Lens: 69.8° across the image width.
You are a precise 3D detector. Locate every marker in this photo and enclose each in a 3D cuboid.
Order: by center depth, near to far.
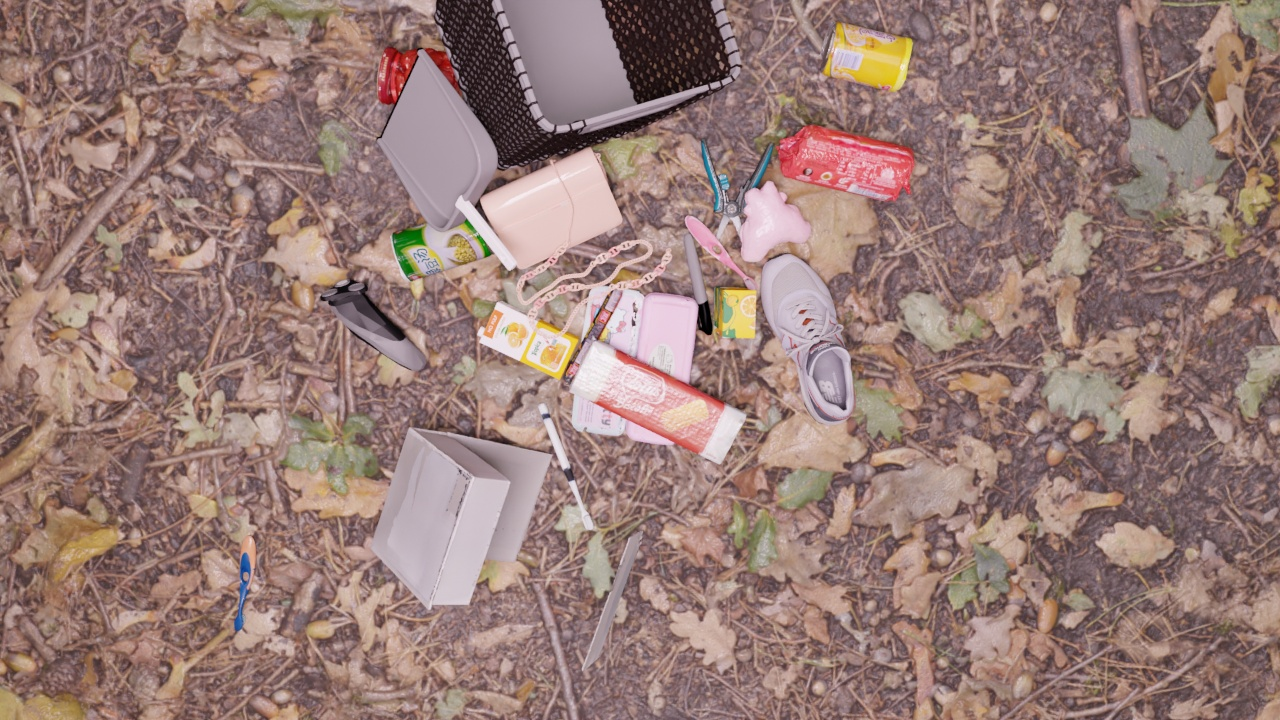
[{"bbox_3d":[0.074,-0.100,1.220,0.022,0.016,0.138,-11,96,24],"label":"marker"}]

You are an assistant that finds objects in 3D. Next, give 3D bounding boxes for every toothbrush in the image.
[{"bbox_3d":[0.107,-0.141,1.211,0.135,0.016,0.022,45,111,-8],"label":"toothbrush"},{"bbox_3d":[-0.100,0.145,1.246,0.012,0.017,0.187,-23,97,-18],"label":"toothbrush"},{"bbox_3d":[-0.545,0.306,1.264,0.021,0.017,0.135,8,94,-5],"label":"toothbrush"}]

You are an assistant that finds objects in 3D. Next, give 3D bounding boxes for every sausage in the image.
[{"bbox_3d":[-0.061,-0.035,1.203,0.020,0.020,0.155,29,101,-4],"label":"sausage"}]

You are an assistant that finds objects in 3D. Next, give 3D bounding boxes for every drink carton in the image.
[{"bbox_3d":[0.119,-0.062,1.170,0.041,0.122,0.058,1,96,0],"label":"drink carton"},{"bbox_3d":[-0.149,-0.029,1.213,0.122,0.040,0.058,25,96,-3],"label":"drink carton"}]

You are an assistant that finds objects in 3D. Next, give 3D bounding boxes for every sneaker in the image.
[{"bbox_3d":[0.226,-0.023,1.174,0.089,0.124,0.240,-21,96,2],"label":"sneaker"}]

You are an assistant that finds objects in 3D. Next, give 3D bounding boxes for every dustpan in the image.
[{"bbox_3d":[-0.221,-0.215,1.091,0.257,0.033,0.164,51,137,4],"label":"dustpan"}]

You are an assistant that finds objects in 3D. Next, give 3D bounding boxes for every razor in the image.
[{"bbox_3d":[-0.346,-0.042,1.205,0.060,0.057,0.156,-31,106,31],"label":"razor"}]

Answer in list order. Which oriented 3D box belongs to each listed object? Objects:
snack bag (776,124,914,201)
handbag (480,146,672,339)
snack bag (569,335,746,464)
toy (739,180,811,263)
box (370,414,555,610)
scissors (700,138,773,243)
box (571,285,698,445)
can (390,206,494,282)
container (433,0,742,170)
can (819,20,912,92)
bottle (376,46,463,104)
[{"bbox_3d":[0.264,-0.254,1.169,0.176,0.082,0.082,12,96,-3],"label":"snack bag"},{"bbox_3d":[-0.082,-0.157,1.126,0.199,0.117,0.187,-24,58,2],"label":"handbag"},{"bbox_3d":[0.022,0.052,1.186,0.225,0.041,0.077,26,97,-5],"label":"snack bag"},{"bbox_3d":[0.167,-0.183,1.187,0.099,0.052,0.096,-23,112,-2],"label":"toy"},{"bbox_3d":[-0.220,0.180,1.243,0.165,0.445,0.167,21,96,7],"label":"box"},{"bbox_3d":[0.130,-0.230,1.201,0.118,0.019,0.148,-22,102,6],"label":"scissors"},{"bbox_3d":[-0.007,0.007,1.219,0.153,0.041,0.201,7,96,-1],"label":"box"},{"bbox_3d":[-0.255,-0.150,1.184,0.121,0.067,0.067,-18,96,1],"label":"can"},{"bbox_3d":[-0.078,-0.371,1.037,0.246,0.244,0.245,-22,97,-22],"label":"container"},{"bbox_3d":[0.284,-0.384,1.161,0.105,0.067,0.068,13,96,-2],"label":"can"},{"bbox_3d":[-0.267,-0.338,1.148,0.111,0.099,0.099,9,96,-5],"label":"bottle"}]
